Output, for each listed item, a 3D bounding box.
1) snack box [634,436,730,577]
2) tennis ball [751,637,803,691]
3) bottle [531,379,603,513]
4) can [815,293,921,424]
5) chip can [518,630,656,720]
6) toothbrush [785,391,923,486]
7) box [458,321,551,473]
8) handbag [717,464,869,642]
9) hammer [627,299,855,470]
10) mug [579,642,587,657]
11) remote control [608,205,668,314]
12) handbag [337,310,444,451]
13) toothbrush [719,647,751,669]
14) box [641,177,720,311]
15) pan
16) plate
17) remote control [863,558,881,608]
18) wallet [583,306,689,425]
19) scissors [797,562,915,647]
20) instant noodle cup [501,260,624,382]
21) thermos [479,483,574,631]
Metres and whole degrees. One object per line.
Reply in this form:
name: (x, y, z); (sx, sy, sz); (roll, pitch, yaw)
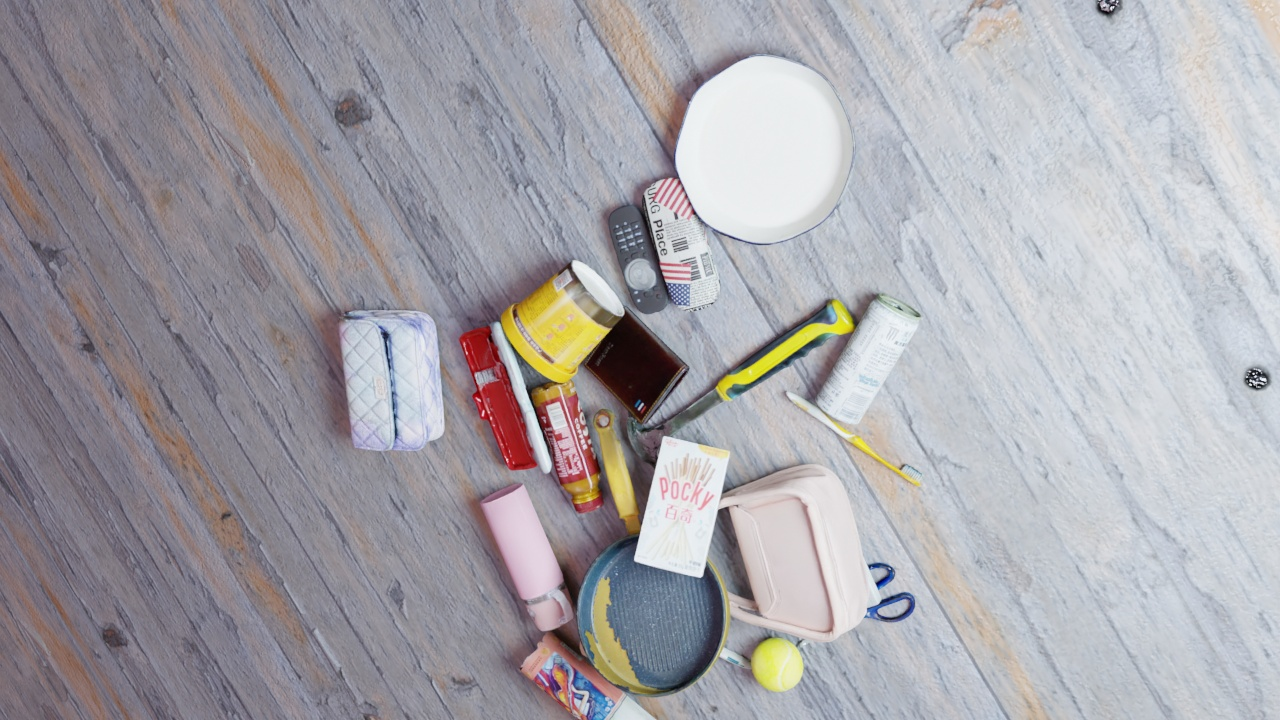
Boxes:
snack box: (0.051, 0.177, 1.114); (0.085, 0.027, 0.156); (12, 81, 11)
tennis ball: (0.174, 0.387, 1.168); (0.065, 0.065, 0.065); (5, 104, 20)
bottle: (-0.092, 0.113, 1.206); (0.058, 0.057, 0.175); (-13, 98, 23)
can: (0.258, 0.000, 1.045); (0.058, 0.058, 0.147); (31, 111, 11)
chip can: (-0.066, 0.471, 1.277); (0.215, 0.071, 0.071); (38, 113, 9)
toothbrush: (0.255, 0.090, 1.093); (0.191, 0.016, 0.018); (35, 101, 9)
box: (-0.169, 0.049, 1.195); (0.161, 0.058, 0.201); (-10, 101, 61)
handbag: (0.152, 0.237, 1.125); (0.235, 0.093, 0.193); (-14, 93, 39)
hammer: (0.114, 0.027, 1.122); (0.324, 0.031, 0.126); (-36, 89, 24)
mug: (-0.014, 0.384, 1.229); (0.104, 0.084, 0.125); (16, 143, 22)
remote control: (-0.001, -0.124, 1.132); (0.053, 0.024, 0.136); (-15, 98, 22)
handbag: (-0.349, 0.027, 1.273); (0.134, 0.075, 0.194); (1, 103, 21)
toothbrush: (0.062, 0.371, 1.235); (0.192, 0.016, 0.018); (23, 120, 14)
box: (0.050, -0.140, 1.104); (0.069, 0.052, 0.164); (-11, 97, 34)
pan: (-0.005, 0.236, 1.153); (0.198, 0.078, 0.357); (-17, 72, 17)
plate: (0.141, -0.236, 1.040); (0.205, 0.045, 0.205); (5, 105, 20)
remote control: (0.243, 0.240, 1.123); (0.056, 0.019, 0.135); (-26, 86, 31)
wallet: (-0.007, 0.007, 1.146); (0.122, 0.020, 0.096); (45, 105, 26)
scissors: (0.255, 0.306, 1.147); (0.173, 0.012, 0.133); (-5, 102, 22)
instant noodle cup: (-0.092, -0.053, 1.138); (0.115, 0.118, 0.118); (-42, 86, 17)
thermos: (-0.148, 0.270, 1.255); (0.087, 0.067, 0.198); (-17, 96, 59)
